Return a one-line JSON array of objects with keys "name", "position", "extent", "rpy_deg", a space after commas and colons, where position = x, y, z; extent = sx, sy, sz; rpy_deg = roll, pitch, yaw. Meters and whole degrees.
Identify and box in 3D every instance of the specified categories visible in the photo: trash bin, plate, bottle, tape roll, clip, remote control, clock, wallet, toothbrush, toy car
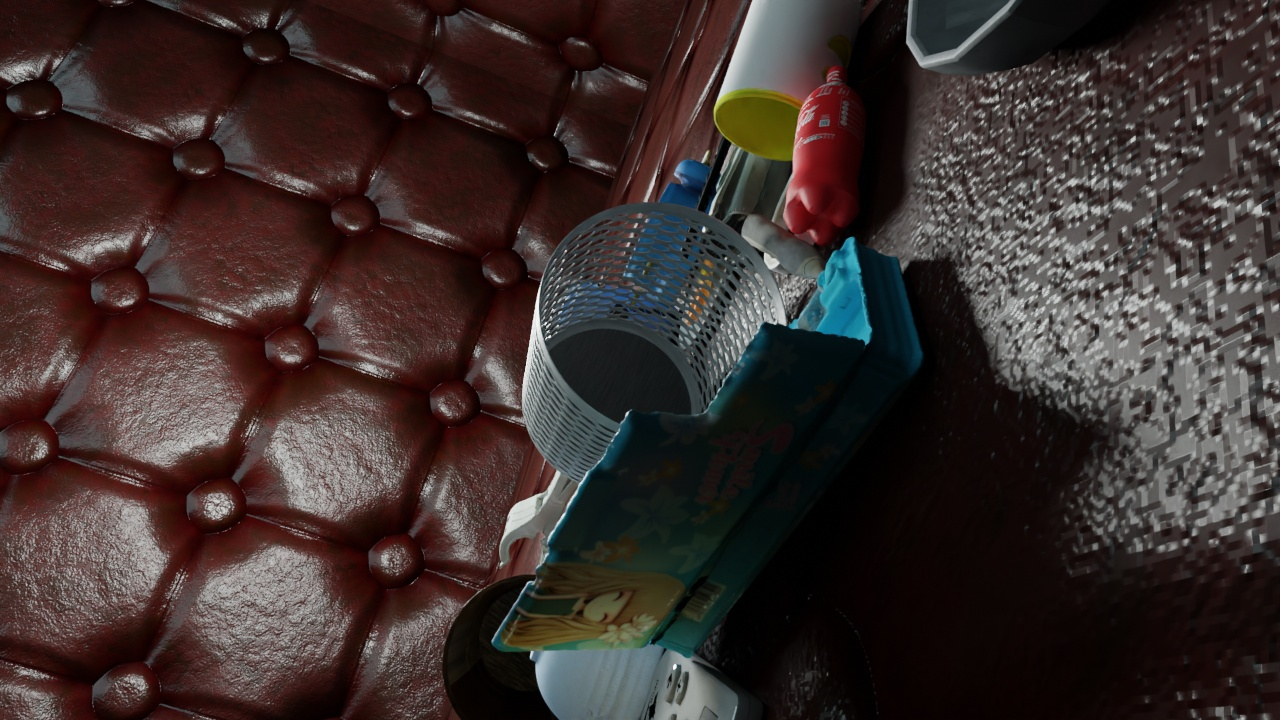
[{"name": "trash bin", "position": [-0.004, 0.004, 0.643], "extent": [0.184, 0.156, 0.156], "rpy_deg": [121, 166, -66]}, {"name": "plate", "position": [0.066, -0.072, 0.843], "extent": [0.134, 0.011, 0.134], "rpy_deg": [-162, 91, -82]}, {"name": "bottle", "position": [0.114, -0.130, 0.555], "extent": [0.042, 0.042, 0.141], "rpy_deg": [121, 166, -54]}, {"name": "tape roll", "position": [0.110, -0.103, 0.625], "extent": [0.093, 0.013, 0.093], "rpy_deg": [-162, 92, -82]}, {"name": "clip", "position": [-0.111, 0.166, 0.956], "extent": [0.126, 0.104, 0.152], "rpy_deg": [-129, 48, -83]}, {"name": "remote control", "position": [0.023, 0.196, 0.478], "extent": [0.151, 0.019, 0.074], "rpy_deg": [147, 142, -77]}, {"name": "clock", "position": [0.039, -0.127, 0.881], "extent": [0.117, 0.060, 0.161], "rpy_deg": [116, 179, -71]}, {"name": "wallet", "position": [0.091, -0.147, 0.735], "extent": [0.101, 0.054, 0.131], "rpy_deg": [133, 160, -68]}, {"name": "toothbrush", "position": [0.094, -0.061, 0.545], "extent": [0.185, 0.022, 0.024], "rpy_deg": [-119, 17, -68]}, {"name": "toy car", "position": [-0.022, -0.044, 0.956], "extent": [0.055, 0.153, 0.056], "rpy_deg": [50, 119, 37]}, {"name": "remote control", "position": [0.059, -0.149, 0.748], "extent": [0.030, 0.009, 0.140], "rpy_deg": [-4, -65, -86]}]

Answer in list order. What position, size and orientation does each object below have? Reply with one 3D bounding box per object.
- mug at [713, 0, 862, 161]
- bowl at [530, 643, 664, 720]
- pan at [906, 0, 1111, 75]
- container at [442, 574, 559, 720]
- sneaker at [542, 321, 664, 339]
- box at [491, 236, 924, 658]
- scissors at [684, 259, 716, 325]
[{"name": "mug", "position": [0.106, -0.209, 0.654], "extent": [0.083, 0.082, 0.106], "rpy_deg": [138, 151, -74]}, {"name": "bowl", "position": [-0.030, 0.182, 0.627], "extent": [0.150, 0.075, 0.150], "rpy_deg": [-165, 93, -86]}, {"name": "pan", "position": [0.200, -0.268, 0.317], "extent": [0.178, 0.041, 0.358], "rpy_deg": [-89, 21, -66]}, {"name": "container", "position": [-0.097, 0.250, 0.798], "extent": [0.167, 0.132, 0.132], "rpy_deg": [120, 168, -78]}, {"name": "sneaker", "position": [-0.041, 0.073, 0.799], "extent": [0.095, 0.119, 0.234], "rpy_deg": [124, 151, -62]}, {"name": "box", "position": [0.040, 0.061, 0.437], "extent": [0.171, 0.084, 0.228], "rpy_deg": [-26, -28, -50]}, {"name": "scissors", "position": [0.064, -0.093, 0.817], "extent": [0.065, 0.013, 0.128], "rpy_deg": [-109, 38, -76]}]
